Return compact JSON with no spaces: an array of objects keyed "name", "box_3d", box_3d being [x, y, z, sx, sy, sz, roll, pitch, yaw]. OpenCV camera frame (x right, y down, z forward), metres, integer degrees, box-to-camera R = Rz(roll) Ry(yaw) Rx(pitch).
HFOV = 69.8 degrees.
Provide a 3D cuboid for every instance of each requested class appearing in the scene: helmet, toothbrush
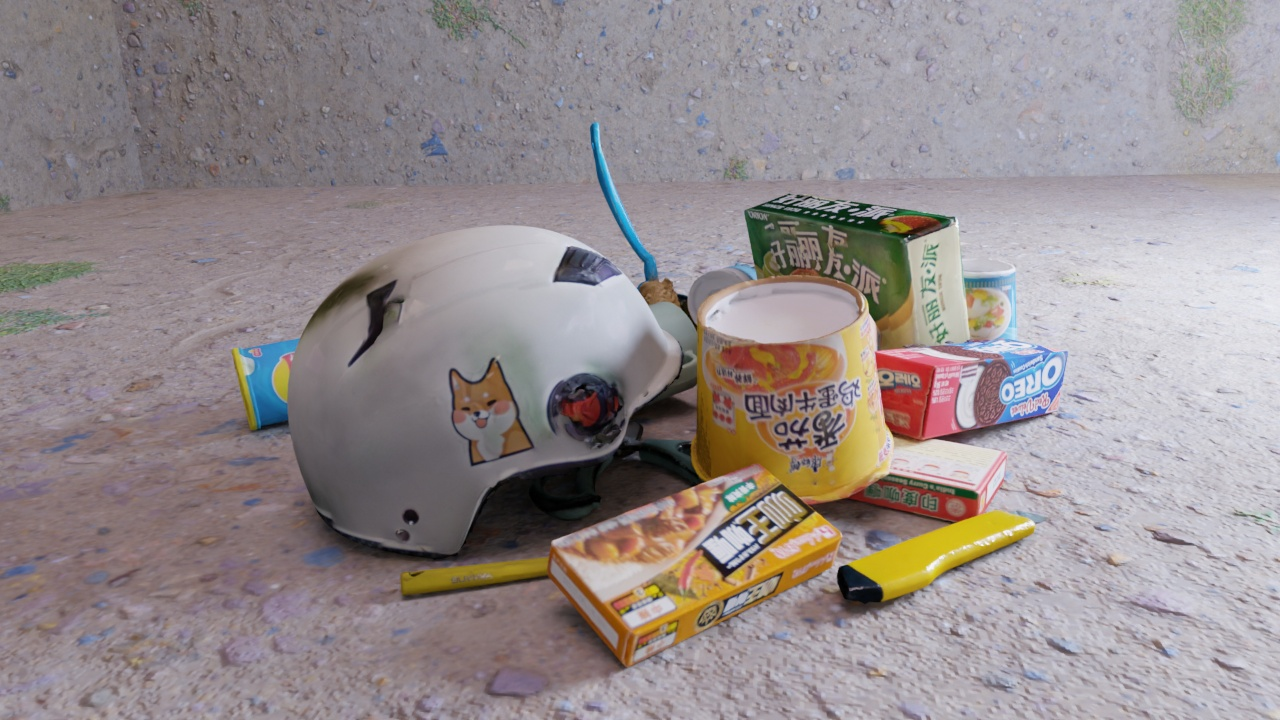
[{"name":"helmet","box_3d":[-0.118,-0.009,0.620,0.273,0.157,0.230,-32,28,-15]},{"name":"toothbrush","box_3d":[-0.042,0.114,0.534,0.190,0.017,0.015,-5,18,-12]}]

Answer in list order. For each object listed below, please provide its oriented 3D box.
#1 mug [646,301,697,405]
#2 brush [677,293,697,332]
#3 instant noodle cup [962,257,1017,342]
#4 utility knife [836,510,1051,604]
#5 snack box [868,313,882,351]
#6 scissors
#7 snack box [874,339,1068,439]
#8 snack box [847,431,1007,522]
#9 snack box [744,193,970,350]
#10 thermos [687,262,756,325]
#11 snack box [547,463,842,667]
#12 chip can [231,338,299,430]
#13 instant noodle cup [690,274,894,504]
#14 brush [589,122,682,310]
[{"name":"mug","box_3d":[-0.005,0.005,0.775,0.106,0.082,0.112,-19,21,-30]},{"name":"brush","box_3d":[-0.005,-0.047,1.008,0.144,0.055,0.073,-4,17,-7]},{"name":"instant noodle cup","box_3d":[0.299,-0.034,0.836,0.099,0.110,0.099,-2,17,1]},{"name":"utility knife","box_3d":[0.178,0.110,0.528,0.170,0.015,0.033,-10,24,-30]},{"name":"snack box","box_3d":[0.139,-0.027,0.726,0.084,0.026,0.157,5,-8,22]},{"name":"scissors","box_3d":[-0.017,0.078,0.655,0.180,0.019,0.170,-17,24,-39]},{"name":"snack box","box_3d":[0.256,0.018,0.713,0.207,0.057,0.058,-4,14,-41]},{"name":"snack box","box_3d":[0.164,0.072,0.638,0.156,0.027,0.076,9,19,32]},{"name":"snack box","box_3d":[0.192,-0.083,0.849,0.063,0.114,0.240,-22,24,-20]},{"name":"thermos","box_3d":[0.099,-0.069,0.997,0.070,0.070,0.220,2,7,12]},{"name":"snack box","box_3d":[0.032,0.106,0.504,0.153,0.026,0.075,-14,38,-35]},{"name":"chip can","box_3d":[-0.244,0.003,0.814,0.209,0.071,0.071,-14,20,-24]},{"name":"instant noodle cup","box_3d":[0.097,0.013,0.607,0.138,0.110,0.137,-6,27,3]},{"name":"brush","box_3d":[-0.006,-0.112,0.914,0.046,0.254,0.083,-21,8,-6]}]
